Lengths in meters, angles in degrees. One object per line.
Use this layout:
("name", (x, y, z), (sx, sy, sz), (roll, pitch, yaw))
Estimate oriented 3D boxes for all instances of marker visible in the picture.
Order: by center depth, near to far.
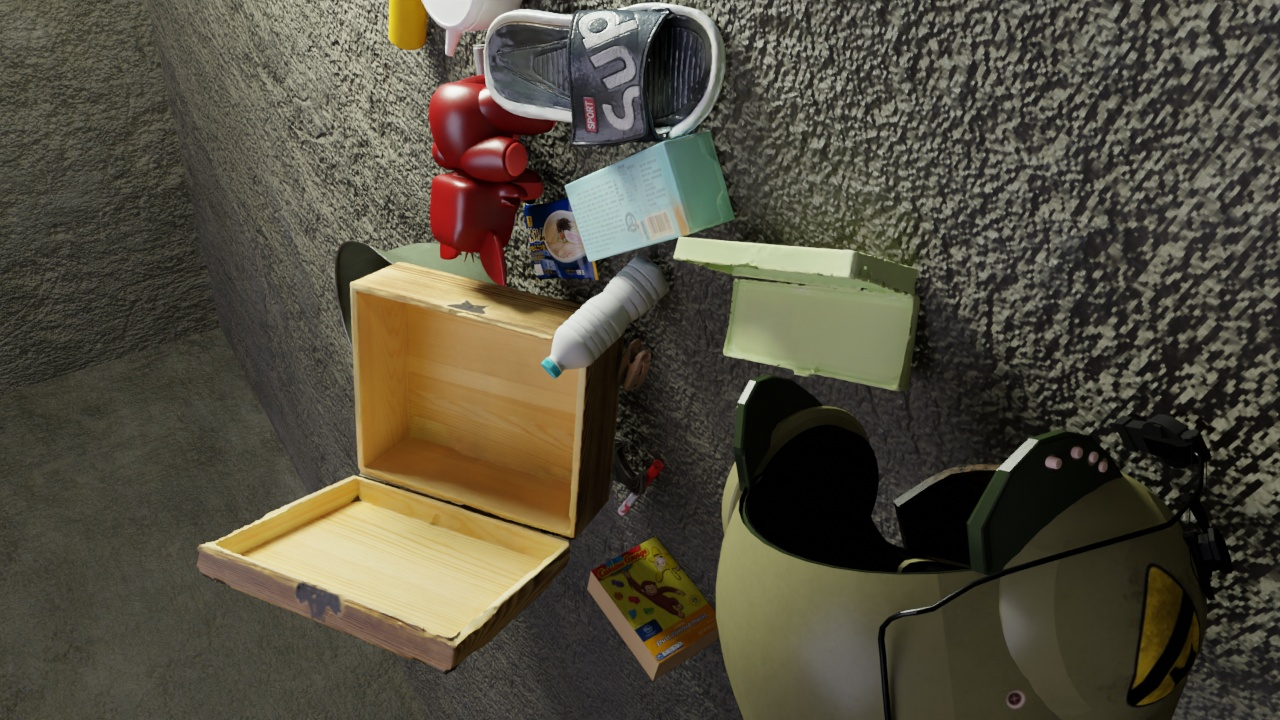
("marker", (-0.164, -0.271, 1.002), (0.016, 0.016, 0.141), (29, 133, 48))
("marker", (-0.002, 0.144, 1.023), (0.013, 0.012, 0.143), (57, 149, 17))

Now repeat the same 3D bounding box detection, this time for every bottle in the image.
("bottle", (-0.034, -0.036, 0.829), (0.044, 0.136, 0.044), (43, 166, 13))
("bottle", (-0.258, -0.421, 1.027), (0.043, 0.043, 0.144), (53, 147, 24))

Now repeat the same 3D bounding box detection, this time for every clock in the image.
("clock", (-0.157, -0.383, 0.876), (0.161, 0.072, 0.125), (-26, 87, 53))

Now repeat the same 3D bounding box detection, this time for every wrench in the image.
("wrench", (-0.065, 0.131, 1.091), (0.274, 0.010, 0.070), (-19, 92, 61))

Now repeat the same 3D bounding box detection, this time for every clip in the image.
("clip", (-0.003, 0.007, 0.924), (0.049, 0.025, 0.061), (14, 114, 50))

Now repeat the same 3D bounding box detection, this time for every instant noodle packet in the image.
("instant noodle packet", (-0.085, -0.126, 0.961), (0.134, 0.026, 0.087), (7, 110, 57))

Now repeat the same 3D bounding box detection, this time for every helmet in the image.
("helmet", (0.162, 0.119, 0.472), (0.251, 0.255, 0.233), (12, 116, 57))
("helmet", (-0.248, -0.052, 1.146), (0.268, 0.153, 0.227), (35, 134, 38))

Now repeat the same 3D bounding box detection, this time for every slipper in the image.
("slipper", (-0.048, -0.235, 0.750), (0.264, 0.063, 0.111), (22, 122, 38))

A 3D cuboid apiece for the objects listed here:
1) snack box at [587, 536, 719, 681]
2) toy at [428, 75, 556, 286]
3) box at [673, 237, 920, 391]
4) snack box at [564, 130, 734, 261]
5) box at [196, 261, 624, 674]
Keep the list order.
("snack box", (0.015, 0.268, 1.001), (0.126, 0.088, 0.040), (48, 145, 31))
("toy", (-0.157, -0.187, 0.930), (0.158, 0.120, 0.197), (24, 113, 48))
("box", (0.102, -0.040, 0.658), (0.188, 0.082, 0.098), (11, 93, 55))
("snack box", (0.003, -0.136, 0.784), (0.175, 0.053, 0.075), (-5, 105, 58))
("box", (-0.211, 0.107, 0.892), (0.279, 0.335, 0.287), (13, 117, 17))
